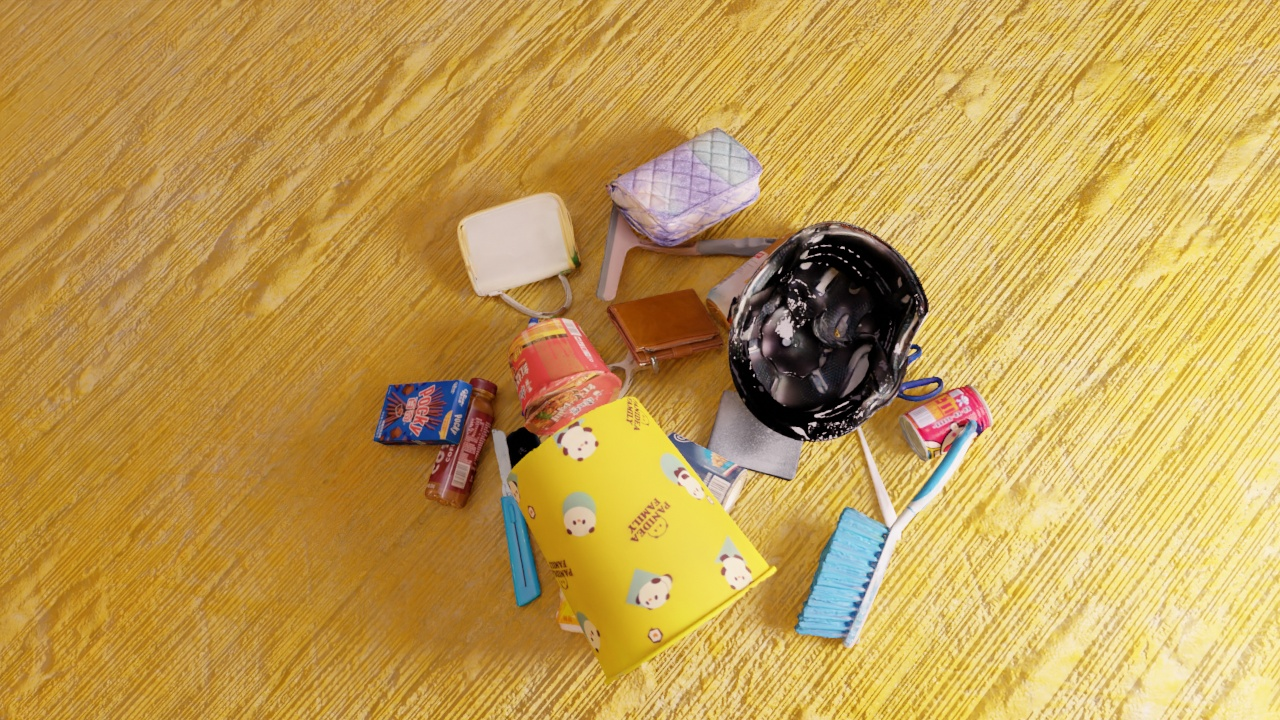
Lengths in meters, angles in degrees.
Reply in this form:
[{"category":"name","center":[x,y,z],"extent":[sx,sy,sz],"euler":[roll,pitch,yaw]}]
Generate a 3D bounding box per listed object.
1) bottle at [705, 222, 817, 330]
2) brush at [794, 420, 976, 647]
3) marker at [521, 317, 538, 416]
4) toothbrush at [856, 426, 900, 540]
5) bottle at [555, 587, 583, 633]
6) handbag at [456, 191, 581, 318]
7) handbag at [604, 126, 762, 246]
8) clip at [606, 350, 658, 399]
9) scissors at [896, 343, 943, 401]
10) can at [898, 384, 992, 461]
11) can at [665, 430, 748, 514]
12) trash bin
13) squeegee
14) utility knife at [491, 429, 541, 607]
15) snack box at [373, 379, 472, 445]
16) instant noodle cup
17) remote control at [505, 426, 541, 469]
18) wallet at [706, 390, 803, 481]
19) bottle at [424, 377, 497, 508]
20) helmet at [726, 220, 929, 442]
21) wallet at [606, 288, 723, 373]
[{"category":"bottle","center":[0.178,-0.117,1.248],"extent":[0.189,0.068,0.068],"euler":[-38,67,-5]},{"category":"brush","center":[0.291,0.197,1.093],"extent":[0.109,0.060,0.314],"euler":[23,86,12]},{"category":"marker","center":[-0.155,0.009,1.293],"extent":[0.017,0.017,0.145],"euler":[-2,69,10]},{"category":"toothbrush","center":[0.294,0.138,1.155],"extent":[0.016,0.016,0.180],"euler":[-17,67,6]},{"category":"bottle","center":[-0.069,0.283,1.144],"extent":[0.063,0.063,0.108],"euler":[4,70,12]},{"category":"handbag","center":[-0.169,-0.140,1.339],"extent":[0.163,0.063,0.178],"euler":[-16,82,5]},{"category":"handbag","center":[0.066,-0.243,1.293],"extent":[0.193,0.076,0.134],"euler":[-30,59,-21]},{"category":"clip","center":[-0.010,0.003,1.261],"extent":[0.100,0.034,0.071],"euler":[-44,68,2]},{"category":"scissors","center":[0.306,0.031,1.180],"extent":[0.163,0.012,0.163],"euler":[5,50,37]},{"category":"can","center":[0.378,0.076,1.135],"extent":[0.094,0.066,0.066],"euler":[-27,67,0]},{"category":"can","center":[0.072,0.147,1.163],"extent":[0.111,0.075,0.075],"euler":[27,76,19]},{"category":"trash bin","center":[-0.012,0.197,1.054],"extent":[0.229,0.230,0.255],"euler":[-34,77,-3]},{"category":"squeegee","center":[0.076,-0.164,1.303],"extent":[0.250,0.040,0.247],"euler":[4,53,7]},{"category":"utility knife","center":[-0.168,0.202,1.211],"extent":[0.034,0.018,0.238],"euler":[-16,72,6]},{"category":"snack box","center":[-0.299,0.073,1.256],"extent":[0.157,0.026,0.084],"euler":[-5,66,38]},{"category":"instant noodle cup","center":[-0.107,0.018,1.222],"extent":[0.138,0.138,0.108],"euler":[-27,60,0]},{"category":"remote control","center":[-0.144,0.149,1.233],"extent":[0.053,0.024,0.136],"euler":[-29,66,2]},{"category":"wallet","center":[0.153,0.098,1.199],"extent":[0.121,0.019,0.097],"euler":[13,74,14]},{"category":"bottle","center":[-0.239,0.110,1.248],"extent":[0.057,0.057,0.174],"euler":[11,72,15]},{"category":"helmet","center":[0.215,-0.034,1.157],"extent":[0.230,0.157,0.274],"euler":[28,86,-5]},{"category":"wallet","center":[0.037,-0.043,1.232],"extent":[0.130,0.035,0.119],"euler":[-13,55,-23]}]
